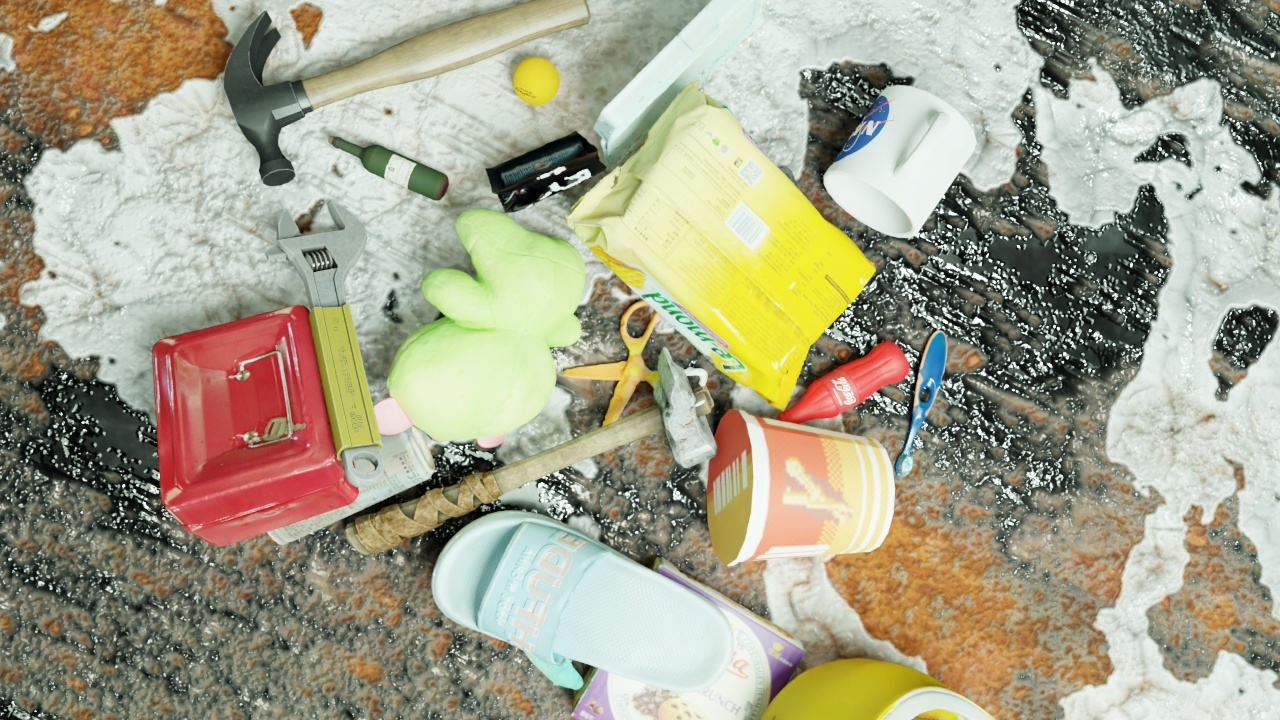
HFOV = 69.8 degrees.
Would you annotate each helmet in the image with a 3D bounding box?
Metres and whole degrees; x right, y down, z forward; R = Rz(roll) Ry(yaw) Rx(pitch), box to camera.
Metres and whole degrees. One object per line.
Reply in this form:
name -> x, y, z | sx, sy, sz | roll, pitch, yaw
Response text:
helmet -> 0.165, 0.342, 0.727 | 0.209, 0.140, 0.240 | 16, 98, -26

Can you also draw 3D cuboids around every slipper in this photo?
slipper -> -0.044, 0.191, 0.717 | 0.245, 0.074, 0.104 | 20, 84, 3

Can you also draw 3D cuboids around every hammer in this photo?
hammer -> -0.091, 0.088, 0.749 | 0.319, 0.121, 0.049 | -22, 52, 4
hammer -> -0.191, -0.259, 0.773 | 0.305, 0.040, 0.132 | -22, 81, -8

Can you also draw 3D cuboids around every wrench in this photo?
wrench -> -0.232, -0.022, 0.706 | 0.083, 0.018, 0.273 | -3, 55, -32

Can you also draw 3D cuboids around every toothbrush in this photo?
toothbrush -> 0.247, 0.038, 0.805 | 0.021, 0.017, 0.135 | 17, 87, -5

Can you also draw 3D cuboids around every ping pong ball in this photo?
ping pong ball -> -0.089, -0.238, 0.782 | 0.040, 0.040, 0.040 | 0, 88, -4

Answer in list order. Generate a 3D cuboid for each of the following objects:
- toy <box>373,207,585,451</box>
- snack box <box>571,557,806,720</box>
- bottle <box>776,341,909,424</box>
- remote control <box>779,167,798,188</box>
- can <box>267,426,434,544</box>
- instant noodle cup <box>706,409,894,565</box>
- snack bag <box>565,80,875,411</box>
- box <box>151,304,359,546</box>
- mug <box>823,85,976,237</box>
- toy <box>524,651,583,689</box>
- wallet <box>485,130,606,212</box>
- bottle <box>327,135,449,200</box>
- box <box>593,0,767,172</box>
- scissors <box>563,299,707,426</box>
toy -> -0.115, -0.017, 0.731 | 0.150, 0.107, 0.196 | 19, 85, -44
snack box -> 0.039, 0.266, 0.772 | 0.143, 0.040, 0.148 | 31, 86, -2
bottle -> 0.172, 0.026, 0.791 | 0.119, 0.036, 0.036 | -29, 90, -4
remote control -> 0.070, -0.128, 0.804 | 0.146, 0.008, 0.045 | -19, 89, -4
can -> -0.241, 0.099, 0.754 | 0.135, 0.054, 0.054 | -24, 90, -4
instant noodle cup -> 0.130, 0.106, 0.750 | 0.121, 0.123, 0.123 | 5, 88, -11
snack bag -> 0.078, -0.091, 0.749 | 0.247, 0.068, 0.159 | 41, 85, -17
box -> -0.296, 0.049, 0.711 | 0.129, 0.093, 0.157 | -17, 58, -5
mug -> 0.219, -0.167, 0.758 | 0.091, 0.121, 0.090 | 35, 86, -3
toy -> -0.063, 0.213, 0.769 | 0.085, 0.033, 0.105 | 29, 87, 8
wallet -> -0.079, -0.154, 0.748 | 0.089, 0.115, 0.026 | -24, 115, -3
bottle -> -0.215, -0.166, 0.779 | 0.106, 0.025, 0.025 | 23, 87, -3
box -> 0.038, -0.243, 0.742 | 0.197, 0.134, 0.041 | -45, 93, -4
scissors -> 0.001, 0.010, 0.794 | 0.128, 0.011, 0.125 | 26, 86, -2
